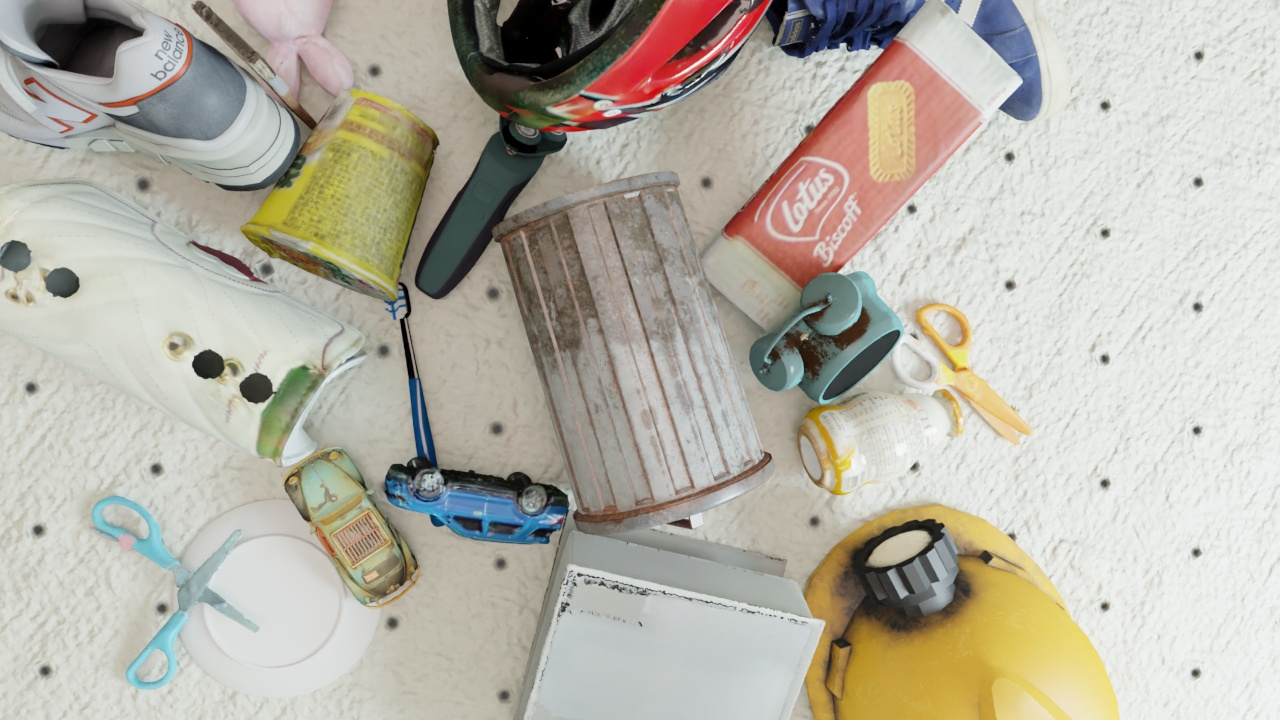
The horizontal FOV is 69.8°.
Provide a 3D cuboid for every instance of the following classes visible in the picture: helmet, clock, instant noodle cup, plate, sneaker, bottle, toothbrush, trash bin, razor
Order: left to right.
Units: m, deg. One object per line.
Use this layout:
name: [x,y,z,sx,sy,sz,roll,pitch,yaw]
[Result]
sneaker: [-0.317,-0.174,0.507,0.240,0.124,0.088,17,76,8]
plate: [-0.243,0.160,0.612,0.134,0.011,0.134,0,92,-7]
instant noodle cup: [-0.178,-0.105,0.571,0.102,0.102,0.108,23,80,-7]
toothbrush: [-0.150,0.030,0.616,0.014,0.014,0.167,-7,94,27]
razor: [-0.103,-0.103,0.605,0.047,0.052,0.143,33,98,-5]
helmet: [-0.006,-0.255,0.535,0.166,0.218,0.272,22,91,-52]
trash bin: [-0.003,0.003,0.576,0.130,0.131,0.211,-17,93,-6]
clock: [0.121,-0.014,0.594,0.053,0.124,0.090,49,118,22]
bottle: [0.166,0.051,0.632,0.108,0.063,0.063,-16,94,-7]
sneaker: [0.165,-0.218,0.605,0.118,0.091,0.233,-42,96,-8]
helmet: [0.231,0.233,0.612,0.205,0.131,0.255,-29,96,-6]

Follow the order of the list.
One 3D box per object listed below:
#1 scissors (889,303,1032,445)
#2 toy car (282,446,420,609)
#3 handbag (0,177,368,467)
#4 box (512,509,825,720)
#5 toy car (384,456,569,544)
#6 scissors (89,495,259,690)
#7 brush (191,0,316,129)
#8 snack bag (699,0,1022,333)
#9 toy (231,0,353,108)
scissors: [0.233,0.020,0.662,0.070,0.013,0.130,-41,95,-3]
toy car: [-0.185,0.110,0.595,0.047,0.047,0.112,-34,96,-23]
handbag: [-0.270,-0.022,0.538,0.198,0.142,0.096,31,86,-8]
box: [-0.006,0.200,0.746,0.169,0.404,0.171,14,91,-8]
toy car: [-0.106,0.092,0.596,0.120,0.056,0.043,14,89,-21]
scissors: [-0.312,0.152,0.597,0.135,0.015,0.135,33,98,7]
brush: [-0.213,-0.161,0.536,0.045,0.143,0.008,43,85,2]
snack bag: [0.133,-0.118,0.591,0.077,0.041,0.226,40,109,-7]
toy: [-0.222,-0.218,0.583,0.063,0.047,0.110,-8,104,-4]
